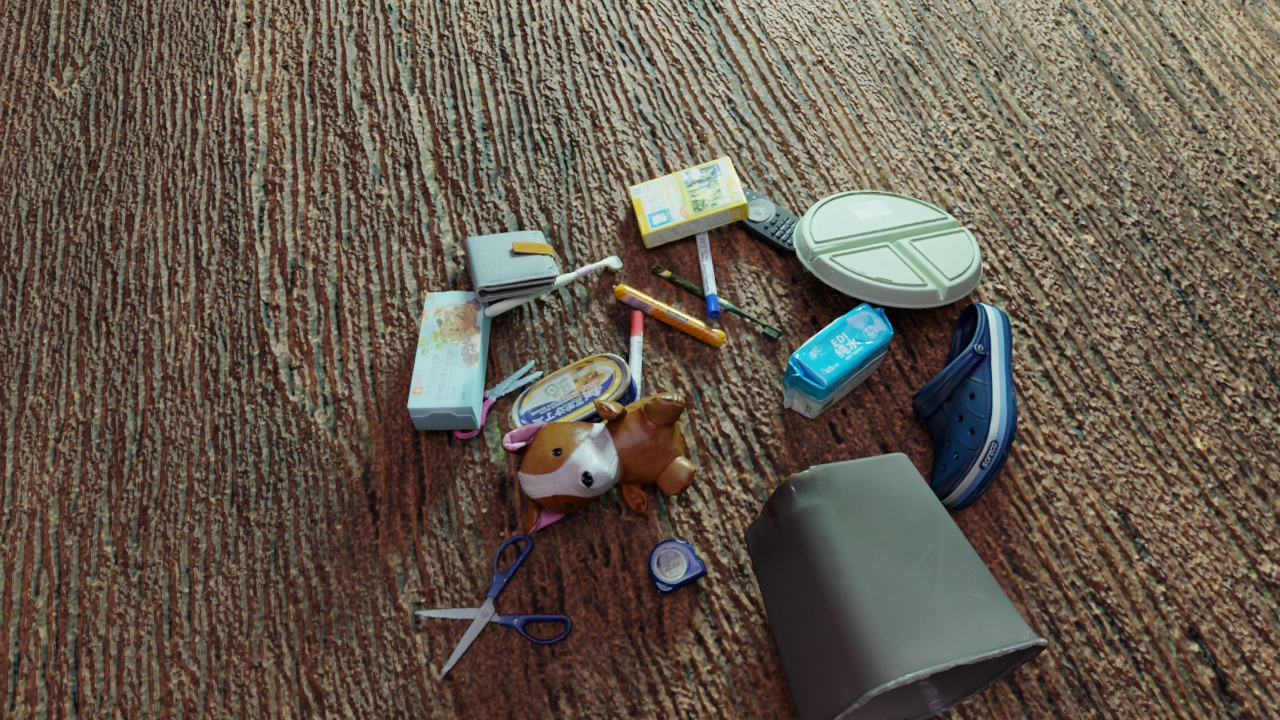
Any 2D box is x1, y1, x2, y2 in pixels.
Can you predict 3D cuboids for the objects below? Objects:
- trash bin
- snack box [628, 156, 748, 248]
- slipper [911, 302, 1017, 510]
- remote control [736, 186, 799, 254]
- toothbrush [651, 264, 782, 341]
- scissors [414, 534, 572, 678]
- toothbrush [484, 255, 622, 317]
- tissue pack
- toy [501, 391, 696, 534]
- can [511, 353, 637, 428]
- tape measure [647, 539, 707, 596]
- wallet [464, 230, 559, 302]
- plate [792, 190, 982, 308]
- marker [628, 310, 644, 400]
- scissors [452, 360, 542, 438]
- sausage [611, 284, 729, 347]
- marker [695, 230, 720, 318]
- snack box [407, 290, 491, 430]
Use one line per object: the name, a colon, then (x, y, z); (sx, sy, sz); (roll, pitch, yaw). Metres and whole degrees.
trash bin: (0.221, 0.226, 0.882); (0.198, 0.199, 0.219); (-6, 53, -23)
snack box: (0.061, -0.204, 1.182); (0.140, 0.034, 0.086); (-18, 57, 4)
slipper: (0.357, 0.038, 1.022); (0.095, 0.105, 0.252); (17, 62, 2)
remote control: (0.166, -0.177, 1.184); (0.136, 0.024, 0.053); (37, 72, 21)
toothbrush: (0.092, -0.072, 1.139); (0.186, 0.012, 0.017); (30, 58, 16)
scissors: (-0.152, 0.265, 0.979); (0.162, 0.012, 0.175); (20, 66, 11)
toothbrush: (-0.106, -0.090, 1.127); (0.189, 0.020, 0.029); (-25, 33, -26)
tissue pack: (0.223, 0.000, 1.055); (0.140, 0.090, 0.063); (-35, 68, -15)
toy: (-0.042, 0.109, 0.987); (0.199, 0.130, 0.140); (-12, 98, -7)
can: (-0.075, 0.048, 1.055); (0.148, 0.049, 0.074); (-27, 63, -4)
tape measure: (0.036, 0.221, 0.987); (0.058, 0.025, 0.054); (-23, 63, -14)
wallet: (-0.158, -0.124, 1.131); (0.106, 0.037, 0.129); (-11, 36, -10)
plate: (0.302, -0.143, 1.115); (0.230, 0.028, 0.229); (3, 42, -3)
marker: (-0.007, 0.006, 1.101); (0.017, 0.017, 0.145); (2, 63, 3)
scissors: (-0.181, 0.035, 1.097); (0.077, 0.017, 0.137); (37, 66, 27)
sausage: (0.035, -0.056, 1.128); (0.165, 0.021, 0.021); (27, 67, 14)
marker: (0.083, -0.114, 1.149); (0.017, 0.017, 0.145); (-5, 55, -1)
snack box: (-0.222, -0.002, 1.082); (0.074, 0.052, 0.174); (-1, 55, 0)
